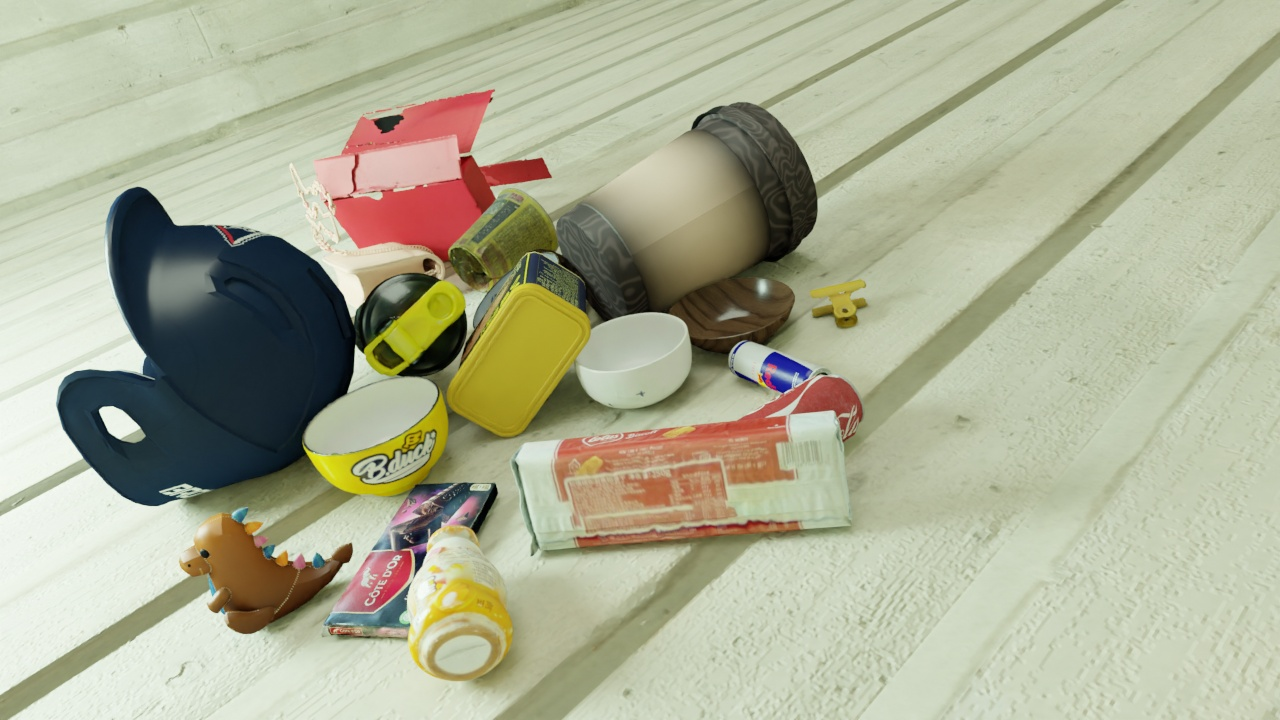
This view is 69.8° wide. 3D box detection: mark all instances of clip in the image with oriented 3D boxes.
[{"bbox_3d":[0.187,-0.049,0.852,0.054,0.045,0.048,-12,72,3],"label":"clip"}]

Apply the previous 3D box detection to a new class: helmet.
[{"bbox_3d":[-0.373,-0.026,0.809,0.223,0.272,0.232,-25,15,-5],"label":"helmet"}]

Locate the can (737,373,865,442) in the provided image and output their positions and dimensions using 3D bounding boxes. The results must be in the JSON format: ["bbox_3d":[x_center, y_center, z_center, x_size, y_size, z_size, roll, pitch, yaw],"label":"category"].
[{"bbox_3d":[0.113,0.050,0.669,0.096,0.054,0.054,-28,31,-23],"label":"can"}]

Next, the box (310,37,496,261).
[{"bbox_3d":[-0.317,-0.306,1.147,0.212,0.410,0.107,-4,27,20],"label":"box"}]

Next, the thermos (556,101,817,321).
[{"bbox_3d":[0.042,-0.142,0.942,0.225,0.173,0.173,-32,32,-17],"label":"thermos"}]

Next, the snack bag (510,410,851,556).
[{"bbox_3d":[0.026,0.084,0.624,0.225,0.077,0.041,-7,18,15],"label":"snack bag"}]

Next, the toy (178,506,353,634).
[{"bbox_3d":[-0.262,0.138,0.648,0.103,0.090,0.070,-26,30,-12],"label":"toy"}]

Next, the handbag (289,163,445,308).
[{"bbox_3d":[-0.322,-0.159,1.107,0.116,0.187,0.199,-23,22,-23],"label":"handbag"}]

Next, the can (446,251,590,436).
[{"bbox_3d":[-0.106,-0.018,0.816,0.135,0.075,0.104,-53,18,19],"label":"can"}]

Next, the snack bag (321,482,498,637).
[{"bbox_3d":[-0.163,0.142,0.673,0.075,0.018,0.154,-4,32,18],"label":"snack bag"}]

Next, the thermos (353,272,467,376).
[{"bbox_3d":[-0.234,-0.032,0.893,0.098,0.098,0.221,-27,12,-22],"label":"thermos"}]

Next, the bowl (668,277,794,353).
[{"bbox_3d":[0.087,-0.037,0.860,0.119,0.032,0.119,-11,28,6],"label":"bowl"}]

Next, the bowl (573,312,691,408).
[{"bbox_3d":[-0.005,0.005,0.807,0.105,0.054,0.104,-10,28,5],"label":"bowl"}]

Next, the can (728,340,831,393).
[{"bbox_3d":[0.114,0.009,0.763,0.032,0.032,0.095,-31,32,-27],"label":"can"}]

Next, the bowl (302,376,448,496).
[{"bbox_3d":[-0.214,0.071,0.771,0.117,0.068,0.117,-12,28,6],"label":"bowl"}]

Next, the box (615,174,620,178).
[{"bbox_3d":[-0.042,-0.185,1.169,0.079,0.054,0.186,-39,17,25],"label":"box"}]

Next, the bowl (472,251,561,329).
[{"bbox_3d":[-0.117,-0.057,0.963,0.114,0.045,0.114,-29,33,20],"label":"bowl"}]

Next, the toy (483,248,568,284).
[{"bbox_3d":[-0.127,-0.094,1.037,0.100,0.062,0.076,-14,-12,-30],"label":"toy"}]

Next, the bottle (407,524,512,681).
[{"bbox_3d":[-0.117,0.150,0.586,0.063,0.063,0.109,-18,30,-5],"label":"bottle"}]

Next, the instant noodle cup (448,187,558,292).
[{"bbox_3d":[-0.170,-0.140,1.114,0.102,0.102,0.108,13,48,41],"label":"instant noodle cup"}]
